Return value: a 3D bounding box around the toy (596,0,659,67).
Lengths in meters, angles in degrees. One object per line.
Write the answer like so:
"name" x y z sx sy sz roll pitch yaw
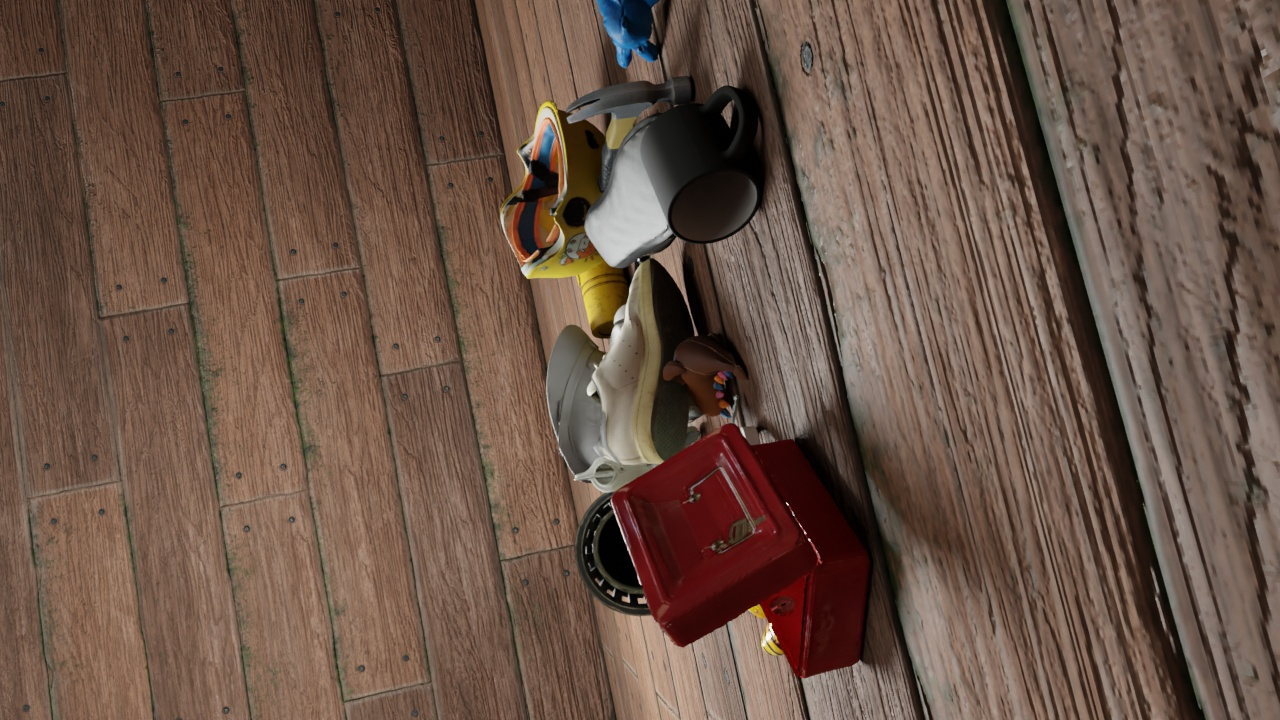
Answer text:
"toy" -0.022 -0.356 0.892 0.176 0.113 0.070 78 -171 -49

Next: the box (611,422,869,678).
"box" 0.096 0.156 0.723 0.168 0.154 0.157 50 -171 -32

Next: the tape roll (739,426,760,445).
"tape roll" 0.103 0.107 0.846 0.093 0.013 0.093 165 100 -89

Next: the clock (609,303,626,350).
"clock" 0.005 0.009 1.203 0.125 0.072 0.161 -130 38 -70

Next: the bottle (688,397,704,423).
"bottle" 0.054 0.051 1.035 0.110 0.036 0.036 128 130 -76

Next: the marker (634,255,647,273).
"marker" 0.002 -0.161 1.159 0.141 0.016 0.016 91 165 -46

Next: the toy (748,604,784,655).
"toy" 0.116 0.221 0.854 0.084 0.046 0.103 -46 62 50

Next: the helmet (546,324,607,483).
"helmet" -0.036 0.069 1.330 0.182 0.118 0.271 -67 -28 -41

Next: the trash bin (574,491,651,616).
"trash bin" -0.010 0.253 1.260 0.228 0.164 0.164 119 139 -80

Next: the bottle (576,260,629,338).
"bottle" -0.057 -0.121 1.364 0.071 0.071 0.163 106 152 -67

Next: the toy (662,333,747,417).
"toy" 0.076 0.022 0.908 0.103 0.070 0.090 25 142 50

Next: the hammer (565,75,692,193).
"hammer" -0.023 -0.237 1.014 0.333 0.118 0.025 139 122 -84

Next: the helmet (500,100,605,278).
"helmet" -0.089 -0.227 1.268 0.209 0.139 0.241 60 137 48

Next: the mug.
"mug" 0.056 -0.165 0.743 0.114 0.078 0.088 -54 40 37

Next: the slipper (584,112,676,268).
"slipper" 0.010 -0.175 0.958 0.113 0.075 0.268 54 157 3

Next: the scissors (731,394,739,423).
"scissors" 0.071 0.115 0.851 0.171 0.022 0.174 15 -102 -66

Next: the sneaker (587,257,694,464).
"sneaker" -0.006 0.006 0.983 0.089 0.102 0.241 40 -137 -44

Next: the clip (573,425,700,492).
"clip" 0.009 0.127 1.097 0.124 0.143 0.072 -2 -102 -55
